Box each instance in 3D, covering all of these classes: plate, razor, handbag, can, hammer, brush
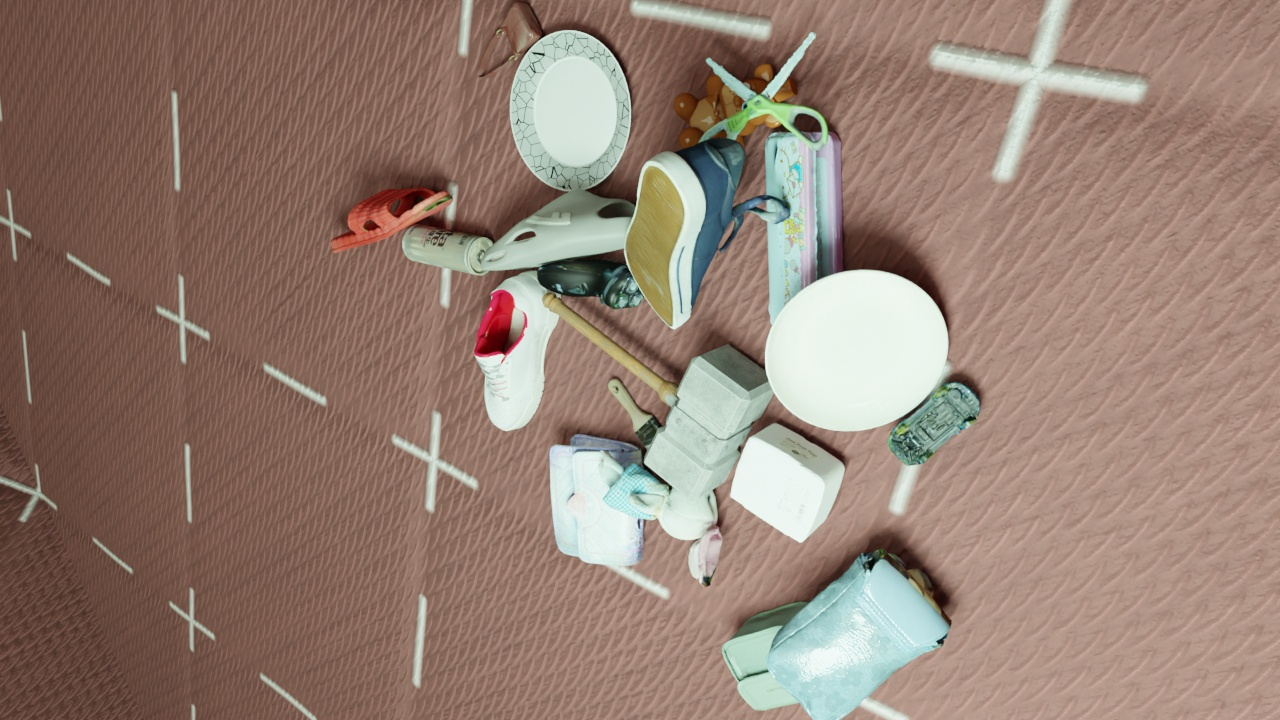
[{"bbox_3d":[0.217,-0.013,0.938,0.182,0.034,0.183,1,118,2],"label":"plate"},{"bbox_3d":[-0.065,-0.093,1.134,0.141,0.063,0.053,6,137,22],"label":"razor"},{"bbox_3d":[-0.055,0.185,1.214,0.127,0.069,0.159,6,104,33],"label":"handbag"},{"bbox_3d":[-0.269,-0.156,1.280,0.136,0.054,0.054,14,111,33],"label":"can"},{"bbox_3d":[-0.173,-0.396,1.162,0.120,0.029,0.055,-32,81,43],"label":"handbag"},{"bbox_3d":[-0.084,-0.304,1.126,0.189,0.016,0.189,11,109,34],"label":"plate"},{"bbox_3d":[0.170,0.359,1.098,0.122,0.067,0.106,-31,85,37],"label":"handbag"},{"bbox_3d":[-0.006,0.007,1.116,0.318,0.082,0.163,37,122,22],"label":"hammer"},{"bbox_3d":[0.006,0.084,1.174,0.039,0.012,0.151,-44,76,36],"label":"brush"},{"bbox_3d":[0.235,0.296,0.999,0.122,0.118,0.192,44,105,7],"label":"handbag"}]

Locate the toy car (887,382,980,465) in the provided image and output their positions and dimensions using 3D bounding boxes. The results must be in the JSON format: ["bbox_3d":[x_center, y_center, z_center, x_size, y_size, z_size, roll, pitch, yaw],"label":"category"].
[{"bbox_3d":[0.302,0.065,0.940,0.048,0.032,0.106,49,120,15],"label":"toy car"}]

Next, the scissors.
[{"bbox_3d":[0.120,-0.260,0.928,0.171,0.021,0.172,46,109,28],"label":"scissors"}]

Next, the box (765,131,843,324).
[{"bbox_3d":[0.168,-0.133,0.971,0.078,0.065,0.214,11,110,47],"label":"box"}]

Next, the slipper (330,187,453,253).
[{"bbox_3d":[-0.369,-0.208,1.308,0.249,0.103,0.059,-11,111,40],"label":"slipper"}]

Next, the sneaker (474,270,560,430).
[{"bbox_3d":[-0.185,-0.002,1.230,0.090,0.104,0.237,33,120,24],"label":"sneaker"}]

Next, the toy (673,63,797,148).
[{"bbox_3d":[0.102,-0.267,0.974,0.128,0.065,0.095,-15,86,33],"label":"toy"}]

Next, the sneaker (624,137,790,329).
[{"bbox_3d":[0.065,-0.135,0.990,0.120,0.127,0.295,52,160,18],"label":"sneaker"}]

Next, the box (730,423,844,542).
[{"bbox_3d":[0.177,0.134,1.051,0.107,0.091,0.103,33,128,30],"label":"box"}]

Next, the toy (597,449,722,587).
[{"bbox_3d":[0.032,0.175,1.136,0.205,0.131,0.105,41,80,8],"label":"toy"}]

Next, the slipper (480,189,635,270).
[{"bbox_3d":[-0.098,-0.166,1.130,0.267,0.112,0.080,-8,87,43],"label":"slipper"}]
